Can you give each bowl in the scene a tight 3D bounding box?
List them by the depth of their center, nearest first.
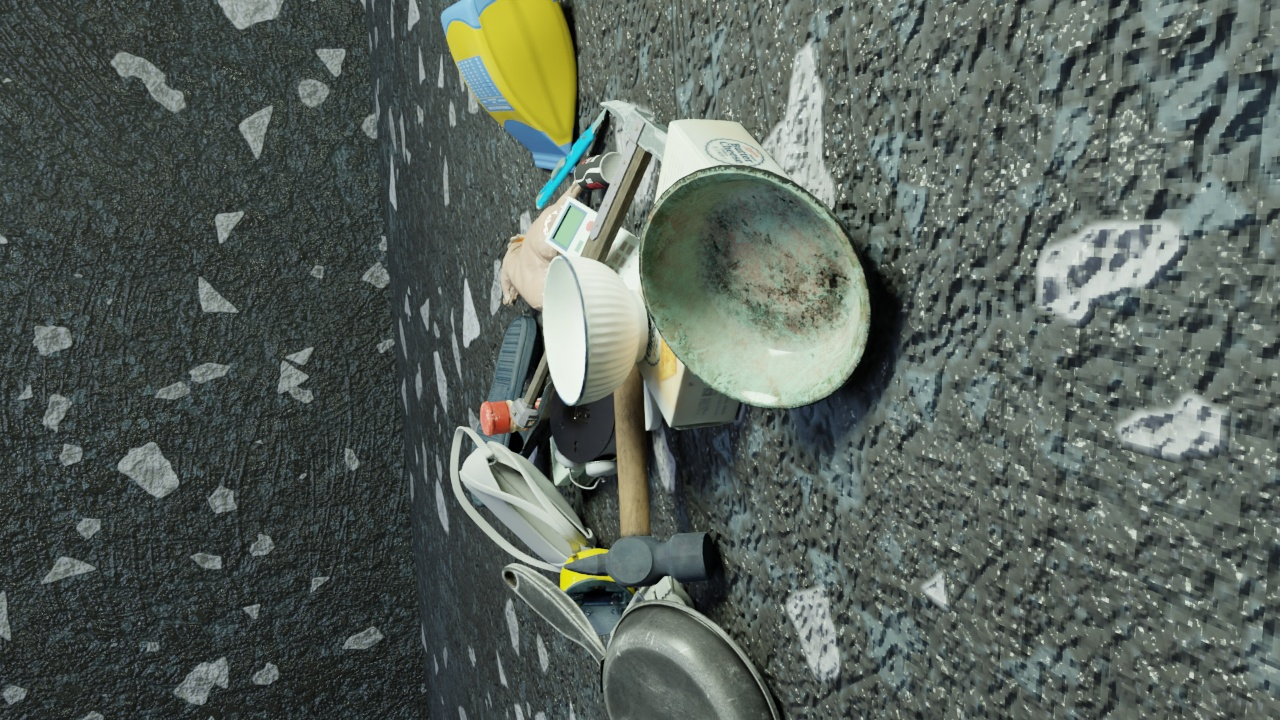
[{"bbox_3d":[0.074,-0.048,0.561,0.158,0.038,0.158,20,128,28],"label":"bowl"},{"bbox_3d":[-0.032,-0.025,0.724,0.118,0.062,0.118,174,90,-70],"label":"bowl"}]

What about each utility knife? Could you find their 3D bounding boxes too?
[{"bbox_3d":[-0.075,-0.210,0.966,0.179,0.015,0.031,-39,37,50],"label":"utility knife"}]

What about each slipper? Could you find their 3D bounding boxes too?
[{"bbox_3d":[-0.161,0.073,1.236,0.101,0.082,0.263,11,87,64],"label":"slipper"}]

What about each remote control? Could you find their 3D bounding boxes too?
[{"bbox_3d":[-0.028,-0.099,0.837,0.143,0.024,0.049,37,102,38],"label":"remote control"},{"bbox_3d":[-0.005,0.005,0.890,0.043,0.013,0.136,116,142,-54],"label":"remote control"}]

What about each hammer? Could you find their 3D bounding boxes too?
[{"bbox_3d":[-0.054,-0.071,0.819,0.147,0.028,0.318,50,124,42],"label":"hammer"},{"bbox_3d":[-0.011,0.039,0.823,0.040,0.129,0.321,37,-133,-64],"label":"hammer"}]

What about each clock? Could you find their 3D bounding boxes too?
[{"bbox_3d":[-0.047,0.063,0.890,0.095,0.035,0.122,12,95,45],"label":"clock"},{"bbox_3d":[-0.048,0.254,0.971,0.057,0.083,0.119,-101,14,-58],"label":"clock"}]

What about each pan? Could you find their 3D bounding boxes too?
[{"bbox_3d":[-0.022,0.265,0.808,0.357,0.055,0.187,19,118,40],"label":"pan"}]

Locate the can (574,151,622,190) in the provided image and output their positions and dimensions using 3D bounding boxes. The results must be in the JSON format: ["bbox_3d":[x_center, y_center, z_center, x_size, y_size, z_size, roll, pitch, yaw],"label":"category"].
[{"bbox_3d":[-0.039,-0.184,0.895,0.080,0.031,0.031,-164,69,-67],"label":"can"}]

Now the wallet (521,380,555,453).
[{"bbox_3d":[-0.097,0.046,1.050,0.089,0.026,0.114,124,167,-52],"label":"wallet"}]

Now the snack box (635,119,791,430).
[{"bbox_3d":[0.047,-0.060,0.678,0.104,0.057,0.208,-118,30,-45],"label":"snack box"}]

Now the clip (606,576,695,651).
[{"bbox_3d":[0.006,0.275,0.854,0.126,0.096,0.152,111,156,-54],"label":"clip"}]

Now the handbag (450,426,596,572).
[{"bbox_3d":[-0.130,0.170,1.045,0.216,0.095,0.223,47,165,-15],"label":"handbag"}]

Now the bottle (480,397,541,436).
[{"bbox_3d":[-0.138,0.066,1.116,0.044,0.109,0.044,175,90,-67],"label":"bottle"}]

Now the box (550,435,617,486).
[{"bbox_3d":[-0.062,0.086,1.014,0.083,0.066,0.199,59,155,10],"label":"box"}]

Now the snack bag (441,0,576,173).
[{"bbox_3d":[-0.131,-0.310,1.026,0.159,0.102,0.205,32,146,63],"label":"snack bag"}]

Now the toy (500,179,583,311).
[{"bbox_3d":[-0.119,-0.136,1.095,0.264,0.065,0.196,-132,59,-68],"label":"toy"}]
